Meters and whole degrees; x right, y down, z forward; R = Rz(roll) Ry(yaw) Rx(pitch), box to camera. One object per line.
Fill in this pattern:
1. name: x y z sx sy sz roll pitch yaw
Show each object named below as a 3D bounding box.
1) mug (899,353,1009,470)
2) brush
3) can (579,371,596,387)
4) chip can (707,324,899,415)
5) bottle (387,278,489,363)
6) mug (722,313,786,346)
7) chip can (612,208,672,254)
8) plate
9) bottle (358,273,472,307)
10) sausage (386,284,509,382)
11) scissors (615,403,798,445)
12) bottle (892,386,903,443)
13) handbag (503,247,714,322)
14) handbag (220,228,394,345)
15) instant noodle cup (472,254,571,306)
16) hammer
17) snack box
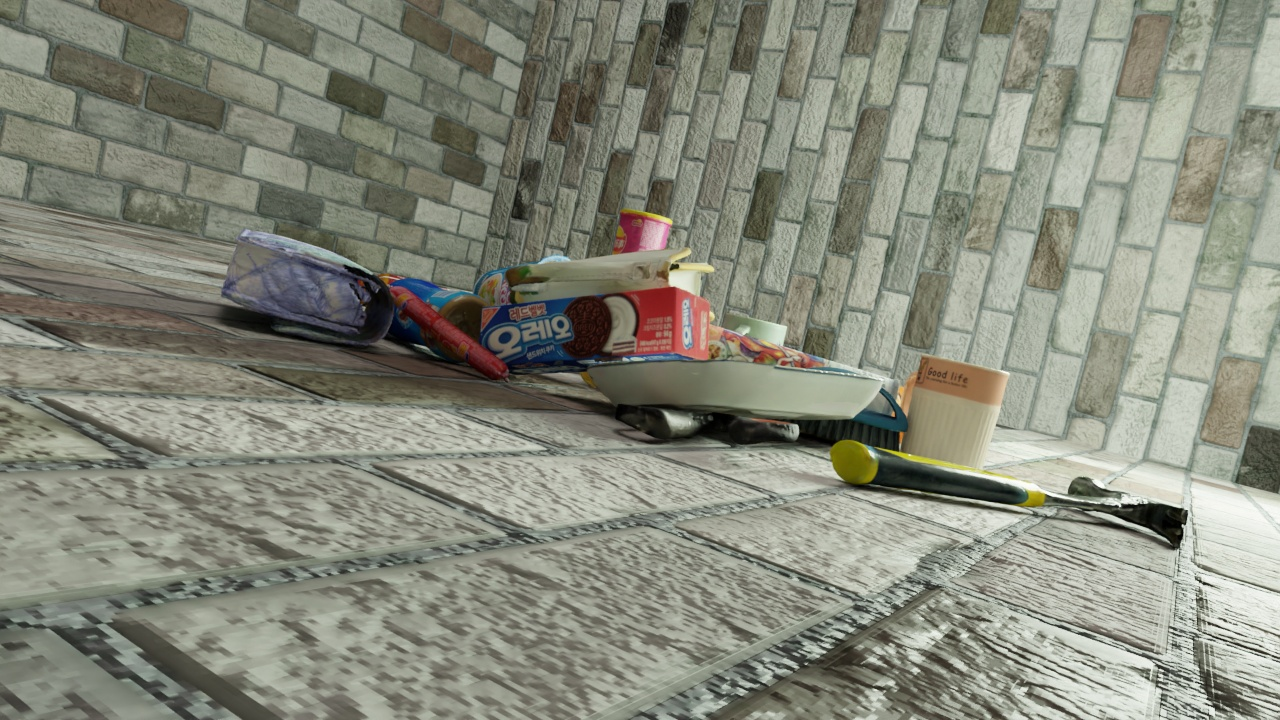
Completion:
1. mug: 0.296 0.051 0.905 0.081 0.106 0.115 12 3 -23
2. brush: 0.190 0.044 0.896 0.144 0.073 0.055 14 7 13
3. can: -0.006 0.005 0.939 0.102 0.057 0.083 13 2 4
4. chip can: 0.156 0.022 0.966 0.215 0.071 0.071 17 4 8
5. bottle: -0.217 -0.046 0.905 0.065 0.065 0.219 11 3 -37
6. mug: 0.134 -0.003 1.188 0.082 0.106 0.111 15 4 23
7. chip can: -0.016 -0.093 1.235 0.071 0.210 0.071 13 4 -1
8. plate: 0.083 0.028 0.773 0.265 0.034 0.162 6 -7 -35
9. bottle: -0.281 -0.072 1.155 0.174 0.057 0.057 12 3 -16
10. sausage: -0.167 -0.024 0.786 0.156 0.020 0.020 35 12 24
11. scissors: 0.069 0.052 0.696 0.198 0.021 0.226 4 -3 44
12. bottle: 0.247 0.059 1.032 0.149 0.067 0.067 4 7 -24
13. handbag: -0.034 -0.071 0.813 0.164 0.063 0.178 -3 -7 26
14. handbag: -0.297 -0.064 0.816 0.134 0.075 0.194 17 3 -23
15. instant noodle cup: -0.128 -0.066 1.023 0.110 0.099 0.099 3 -5 43
16. hammer: 0.288 0.100 0.705 0.323 0.032 0.126 12 3 -25
17. snack box: -0.045 -0.021 0.775 0.208 0.058 0.057 -4 -10 33
